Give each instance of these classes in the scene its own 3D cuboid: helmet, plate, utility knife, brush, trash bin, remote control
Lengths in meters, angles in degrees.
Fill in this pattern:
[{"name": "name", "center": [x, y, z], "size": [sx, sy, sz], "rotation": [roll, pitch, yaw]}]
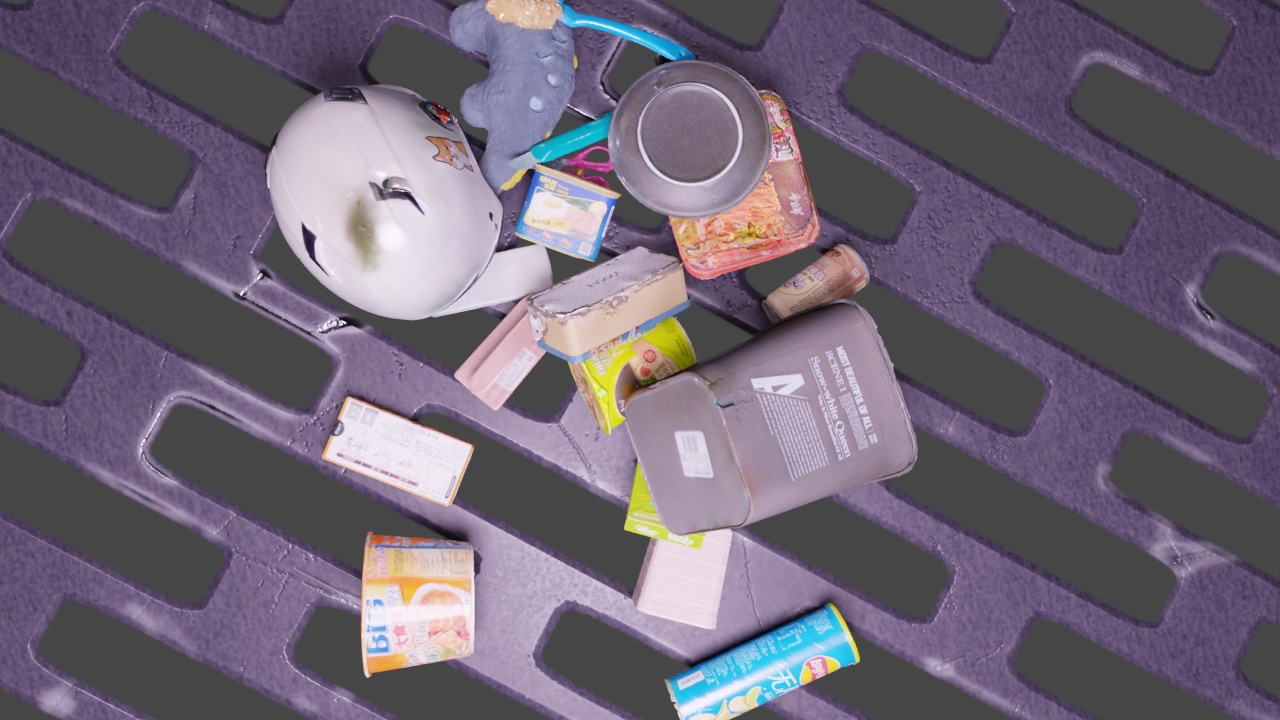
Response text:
[{"name": "helmet", "center": [-0.287, -0.173, 0.957], "size": [0.230, 0.156, 0.274], "rotation": [-35, 86, 11]}, {"name": "plate", "center": [0.054, -0.242, 0.993], "size": [0.179, 0.024, 0.179], "rotation": [0, 87, 2]}, {"name": "utility knife", "center": [-0.074, -0.248, 1.029], "size": [0.181, 0.013, 0.029], "rotation": [-31, 73, -30]}, {"name": "brush", "center": [-0.138, -0.017, 1.026], "size": [0.063, 0.073, 0.145], "rotation": [41, 85, -1]}, {"name": "brush", "center": [-0.052, -0.365, 0.984], "size": [0.254, 0.046, 0.083], "rotation": [15, 59, -21]}, {"name": "trash bin", "center": [0.124, 0.065, 0.935], "size": [0.219, 0.199, 0.199], "rotation": [-17, 86, -36]}, {"name": "remote control", "center": [-0.176, -0.091, 1.051], "size": [0.150, 0.021, 0.058], "rotation": [-12, 89, -4]}]

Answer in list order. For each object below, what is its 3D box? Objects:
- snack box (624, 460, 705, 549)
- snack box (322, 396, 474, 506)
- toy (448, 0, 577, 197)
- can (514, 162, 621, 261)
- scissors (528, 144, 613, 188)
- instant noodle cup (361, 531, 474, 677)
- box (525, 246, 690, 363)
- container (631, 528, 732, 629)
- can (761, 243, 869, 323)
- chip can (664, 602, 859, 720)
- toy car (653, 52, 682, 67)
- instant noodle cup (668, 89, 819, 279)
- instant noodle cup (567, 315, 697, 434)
[{"name": "snack box", "center": [0.036, 0.128, 1.007], "size": [0.086, 0.026, 0.156], "rotation": [15, 45, -3]}, {"name": "snack box", "center": [-0.273, 0.102, 1.038], "size": [0.153, 0.026, 0.075], "rotation": [22, 87, -3]}, {"name": "toy", "center": [-0.141, -0.336, 1.030], "size": [0.138, 0.091, 0.356], "rotation": [-2, 87, 15]}, {"name": "can", "center": [-0.083, -0.166, 1.035], "size": [0.102, 0.057, 0.083], "rotation": [20, 102, -2]}, {"name": "scissors", "center": [-0.094, -0.234, 1.064], "size": [0.137, 0.017, 0.073], "rotation": [20, 88, 1]}, {"name": "instant noodle cup", "center": [-0.236, 0.257, 0.983], "size": [0.111, 0.151, 0.151], "rotation": [0, 88, -12]}, {"name": "box", "center": [-0.028, -0.066, 0.996], "size": [0.183, 0.090, 0.061], "rotation": [-25, 122, -29]}, {"name": "container", "center": [0.049, 0.228, 1.024], "size": [0.090, 0.090, 0.111], "rotation": [15, 84, -3]}, {"name": "can", "center": [0.202, -0.080, 1.054], "size": [0.116, 0.058, 0.058], "rotation": [-36, 91, -4]}, {"name": "chip can", "center": [0.136, 0.349, 1.034], "size": [0.210, 0.071, 0.071], "rotation": [-24, 90, -3]}, {"name": "toy car", "center": [0.029, -0.320, 1.060], "size": [0.034, 0.043, 0.090], "rotation": [18, 90, -30]}, {"name": "instant noodle cup", "center": [0.104, -0.195, 1.042], "size": [0.164, 0.079, 0.189], "rotation": [-16, 88, -3]}, {"name": "instant noodle cup", "center": [-0.006, 0.006, 1.021], "size": [0.123, 0.112, 0.111], "rotation": [-25, 90, -11]}]
